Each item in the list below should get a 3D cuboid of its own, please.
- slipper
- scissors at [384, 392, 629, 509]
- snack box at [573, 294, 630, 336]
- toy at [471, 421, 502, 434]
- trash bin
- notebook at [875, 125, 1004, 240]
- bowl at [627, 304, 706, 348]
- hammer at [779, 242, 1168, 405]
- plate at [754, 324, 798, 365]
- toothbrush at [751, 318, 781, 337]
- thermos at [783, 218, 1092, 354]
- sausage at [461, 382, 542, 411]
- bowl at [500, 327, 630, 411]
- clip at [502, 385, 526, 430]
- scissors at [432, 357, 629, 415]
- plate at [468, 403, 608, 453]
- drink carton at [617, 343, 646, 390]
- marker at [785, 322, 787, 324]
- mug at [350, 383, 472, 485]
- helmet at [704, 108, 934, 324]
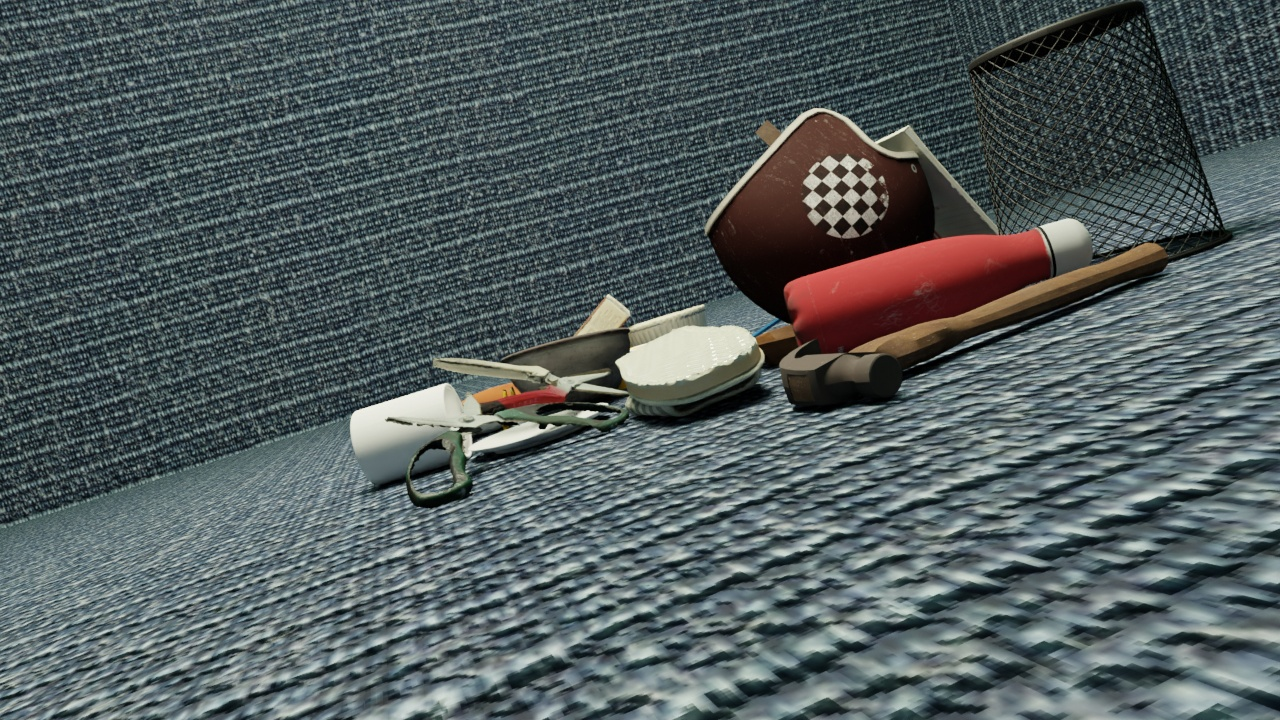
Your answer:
[{"bbox_3d":[0.036,0.008,0.793,0.114,0.054,0.273,-21,9,-9],"label":"slipper"},{"bbox_3d":[-0.112,0.064,0.720,0.202,0.015,0.204,0,21,2],"label":"scissors"},{"bbox_3d":[-0.073,-0.020,1.232,0.143,0.041,0.147,-51,3,4],"label":"snack box"},{"bbox_3d":[-0.185,0.067,1.038,0.079,0.038,0.122,-24,-4,36],"label":"toy"},{"bbox_3d":[0.392,-0.186,0.813,0.184,0.210,0.184,-17,4,1],"label":"trash bin"},{"bbox_3d":[0.334,-0.172,1.051,0.012,0.209,0.153,-48,10,-10],"label":"notebook"},{"bbox_3d":[0.037,-0.027,1.195,0.115,0.062,0.115,-17,4,1],"label":"bowl"},{"bbox_3d":[0.239,-0.029,0.629,0.322,0.033,0.115,-18,6,-21],"label":"hammer"},{"bbox_3d":[0.165,-0.023,0.868,0.131,0.025,0.131,-17,4,1],"label":"plate"},{"bbox_3d":[0.161,-0.049,1.110,0.166,0.014,0.016,-32,6,-28],"label":"toothbrush"},{"bbox_3d":[0.240,-0.061,0.745,0.240,0.073,0.073,-16,4,10],"label":"thermos"},{"bbox_3d":[-0.166,0.051,1.124,0.165,0.044,0.039,-14,40,37],"label":"sausage"},{"bbox_3d":[-0.074,0.015,1.002,0.145,0.067,0.145,-14,-3,-1],"label":"bowl"},{"bbox_3d":[-0.135,0.054,0.993,0.046,0.048,0.054,24,1,-4],"label":"clip"},{"bbox_3d":[-0.110,0.022,0.878,0.179,0.015,0.198,19,22,17],"label":"scissors"},{"bbox_3d":[-0.093,0.066,0.849,0.134,0.011,0.134,-17,4,1],"label":"plate"},{"bbox_3d":[-0.006,0.006,1.086,0.123,0.040,0.058,-16,4,22],"label":"drink carton"},{"bbox_3d":[0.261,-0.076,1.248,0.145,0.017,0.017,-18,4,-14],"label":"marker"},{"bbox_3d":[-0.211,0.076,0.879,0.090,0.073,0.110,-17,-22,2],"label":"mug"},{"bbox_3d":[0.189,-0.159,1.000,0.233,0.253,0.234,-45,-4,-17],"label":"helmet"}]
